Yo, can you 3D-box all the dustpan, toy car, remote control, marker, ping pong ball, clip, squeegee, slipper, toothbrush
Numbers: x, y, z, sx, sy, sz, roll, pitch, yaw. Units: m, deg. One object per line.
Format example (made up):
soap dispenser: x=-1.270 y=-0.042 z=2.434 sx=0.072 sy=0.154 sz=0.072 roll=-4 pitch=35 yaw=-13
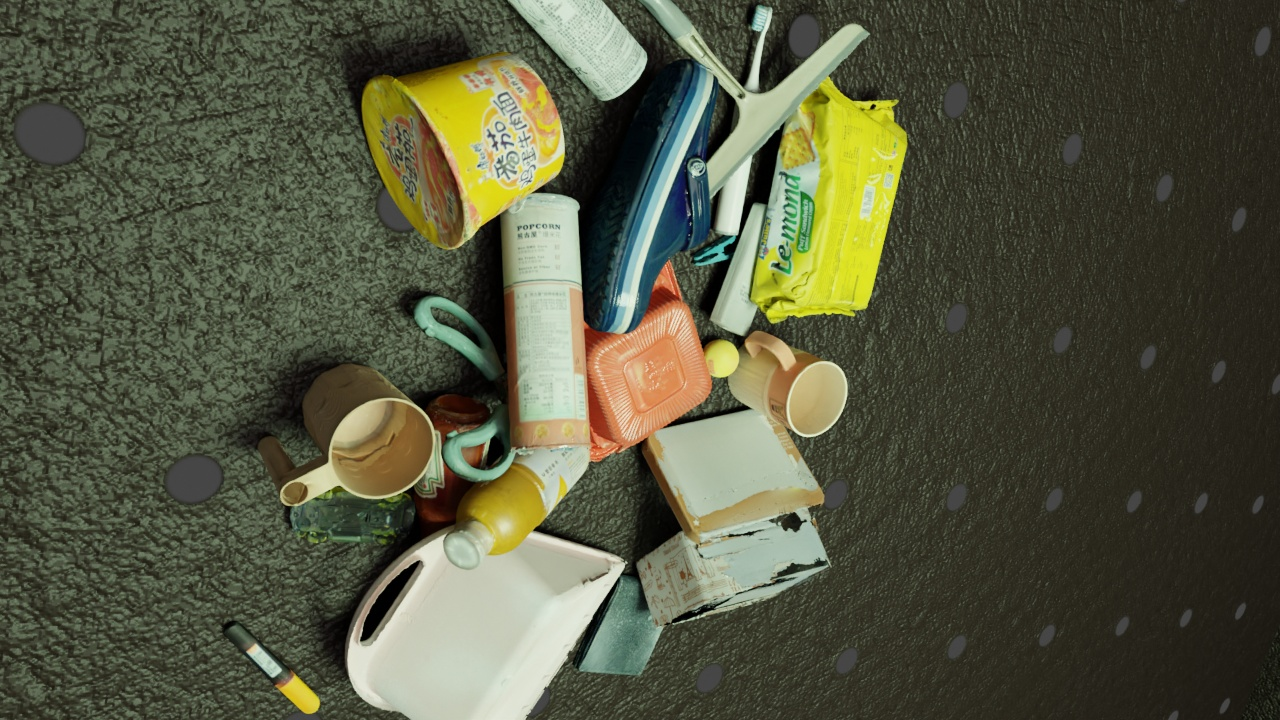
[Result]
dustpan: x=-0.150 y=0.252 z=0.893 sx=0.222 sy=0.139 sz=0.273 roll=-56 pitch=165 yaw=-3
toy car: x=-0.253 y=0.133 z=0.808 sx=0.105 sy=0.032 sz=0.048 roll=6 pitch=104 yaw=-23
remote control: x=0.114 y=-0.095 z=0.959 sx=0.056 sy=0.019 sz=0.135 roll=22 pitch=88 yaw=-52
marker: x=-0.329 y=0.275 z=0.821 sx=0.018 sy=0.015 sz=0.124 roll=-39 pitch=121 yaw=-17
ping pong ball: x=0.084 y=-0.002 z=0.973 sx=0.040 sy=0.040 sz=0.040 roll=-12 pitch=113 yaw=-30
clip: x=0.077 y=-0.112 z=0.946 sx=0.056 sy=0.015 sz=0.050 roll=-26 pitch=122 yaw=-25
squeegee: x=0.044 y=-0.296 z=0.843 sx=0.247 sy=0.039 sz=0.246 roll=-46 pitch=121 yaw=11
slipper: x=0.016 y=-0.140 z=0.822 sx=0.095 sy=0.105 sz=0.253 roll=19 pitch=90 yaw=-22
toothbrush: x=0.104 y=-0.235 z=0.910 sx=0.026 sy=0.027 sz=0.221 roll=4 pitch=105 yaw=-19

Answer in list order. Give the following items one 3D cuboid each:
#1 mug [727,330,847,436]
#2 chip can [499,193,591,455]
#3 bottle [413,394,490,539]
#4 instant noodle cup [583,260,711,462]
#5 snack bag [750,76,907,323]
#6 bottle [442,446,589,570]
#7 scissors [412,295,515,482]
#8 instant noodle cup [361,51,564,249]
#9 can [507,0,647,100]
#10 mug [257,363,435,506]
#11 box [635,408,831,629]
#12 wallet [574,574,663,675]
mug: x=0.148 y=0.015 z=0.981 sx=0.081 sy=0.106 sz=0.114 roll=-44 pitch=125 yaw=-13
chip can: x=-0.082 y=-0.029 z=0.784 sx=0.071 sy=0.071 sz=0.214 roll=1 pitch=81 yaw=-34
bottle: x=-0.178 y=0.135 z=0.841 sx=0.059 sy=0.060 sz=0.206 roll=-1 pitch=111 yaw=-33
instant noodle cup: x=-0.005 y=0.005 z=0.895 sx=0.164 sy=0.079 sz=0.189 roll=-32 pitch=123 yaw=-19
snack bag: x=0.204 y=-0.160 z=0.961 sx=0.157 sy=0.068 sz=0.247 roll=-2 pitch=106 yaw=-46
bottle: x=-0.110 y=0.118 z=0.820 sx=0.189 sy=0.068 sz=0.068 roll=-46 pitch=136 yaw=-57
scissors: x=-0.141 y=0.032 z=0.784 sx=0.019 sy=0.178 sz=0.170 roll=-27 pitch=122 yaw=26
instant noodle cup: x=-0.134 y=-0.171 z=0.719 sx=0.109 sy=0.138 sz=0.138 roll=-32 pitch=122 yaw=-29
can: x=-0.059 y=-0.287 z=0.765 sx=0.146 sy=0.058 sz=0.058 roll=40 pitch=83 yaw=-36
mug: x=-0.242 y=0.063 z=0.744 sx=0.124 sy=0.103 sz=0.084 roll=-28 pitch=120 yaw=-22
box: x=0.084 y=0.168 z=1.010 sx=0.182 sy=0.193 sz=0.157 roll=-5 pitch=153 yaw=-32
wallet: x=-0.013 y=0.301 z=1.035 sx=0.097 sy=0.019 sz=0.121 roll=20 pitch=97 yaw=-37
